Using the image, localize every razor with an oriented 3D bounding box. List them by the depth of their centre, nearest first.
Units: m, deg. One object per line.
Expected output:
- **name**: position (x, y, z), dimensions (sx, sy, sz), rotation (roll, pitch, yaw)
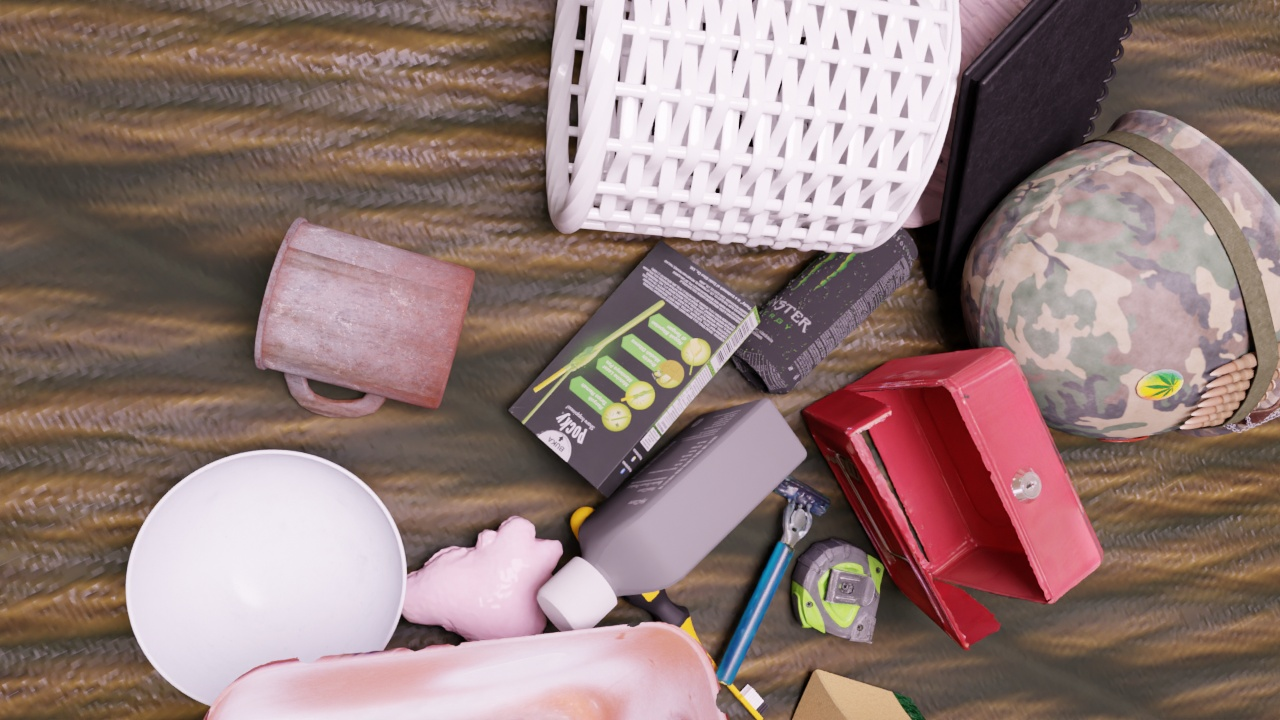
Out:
- **razor**: position (0.085, 0.148, 0.611), dimensions (0.042, 0.022, 0.143), rotation (29, 77, -9)

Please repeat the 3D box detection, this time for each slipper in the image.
- **slipper**: position (0.227, -0.201, 0.627), dimensions (0.094, 0.064, 0.239), rotation (36, 97, -6)

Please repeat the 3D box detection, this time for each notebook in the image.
- **notebook**: position (0.243, -0.152, 0.560), dimensions (0.019, 0.231, 0.169), rotation (40, 81, 24)

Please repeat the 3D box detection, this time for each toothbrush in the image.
- **toothbrush**: position (0.021, 0.170, 0.605), dimensions (0.030, 0.031, 0.196), rotation (-43, 103, -14)

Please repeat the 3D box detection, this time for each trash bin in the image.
- **trash bin**: position (-0.093, 0.251, 0.467), dimensions (0.259, 0.158, 0.181), rotation (3, 59, -31)

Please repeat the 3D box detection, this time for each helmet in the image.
- **helmet**: position (0.327, -0.047, 0.582), dimensions (0.236, 0.192, 0.224), rotation (-32, 126, 5)

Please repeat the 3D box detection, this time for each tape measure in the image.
- **tape measure**: position (0.134, 0.156, 0.623), dimensions (0.058, 0.036, 0.065), rotation (10, 89, -11)

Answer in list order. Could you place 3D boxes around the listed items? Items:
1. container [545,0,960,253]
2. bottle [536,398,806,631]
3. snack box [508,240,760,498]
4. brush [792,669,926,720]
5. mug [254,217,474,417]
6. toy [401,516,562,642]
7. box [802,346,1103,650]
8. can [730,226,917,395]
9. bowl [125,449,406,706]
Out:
- **container**: position (0.050, -0.161, 0.527), dimensions (0.186, 0.189, 0.189), rotation (3, 89, -12)
- **bottle**: position (0.013, 0.095, 0.550), dimensions (0.173, 0.084, 0.046), rotation (-39, 98, -27)
- **snack box**: position (-0.003, 0.003, 0.579), dimensions (0.080, 0.025, 0.147), rotation (38, 82, 24)
- **brush**: position (0.147, 0.307, 0.517), dimensions (0.075, 0.250, 0.195), rotation (20, 82, -11)
- **mug**: position (-0.163, -0.012, 0.544), dimensions (0.110, 0.096, 0.123), rotation (18, 123, -8)
- **toy**: position (-0.090, 0.141, 0.568), dimensions (0.099, 0.053, 0.096), rotation (38, 90, -7)
- **box**: position (0.196, 0.077, 0.589), dimensions (0.117, 0.136, 0.157), rotation (-30, 97, -6)
- **can**: position (0.121, -0.037, 0.610), dimensions (0.137, 0.054, 0.054), rotation (-43, 98, -8)
- **bowl**: position (-0.208, 0.120, 0.534), dimensions (0.144, 0.074, 0.144), rotation (0, 90, -12)
